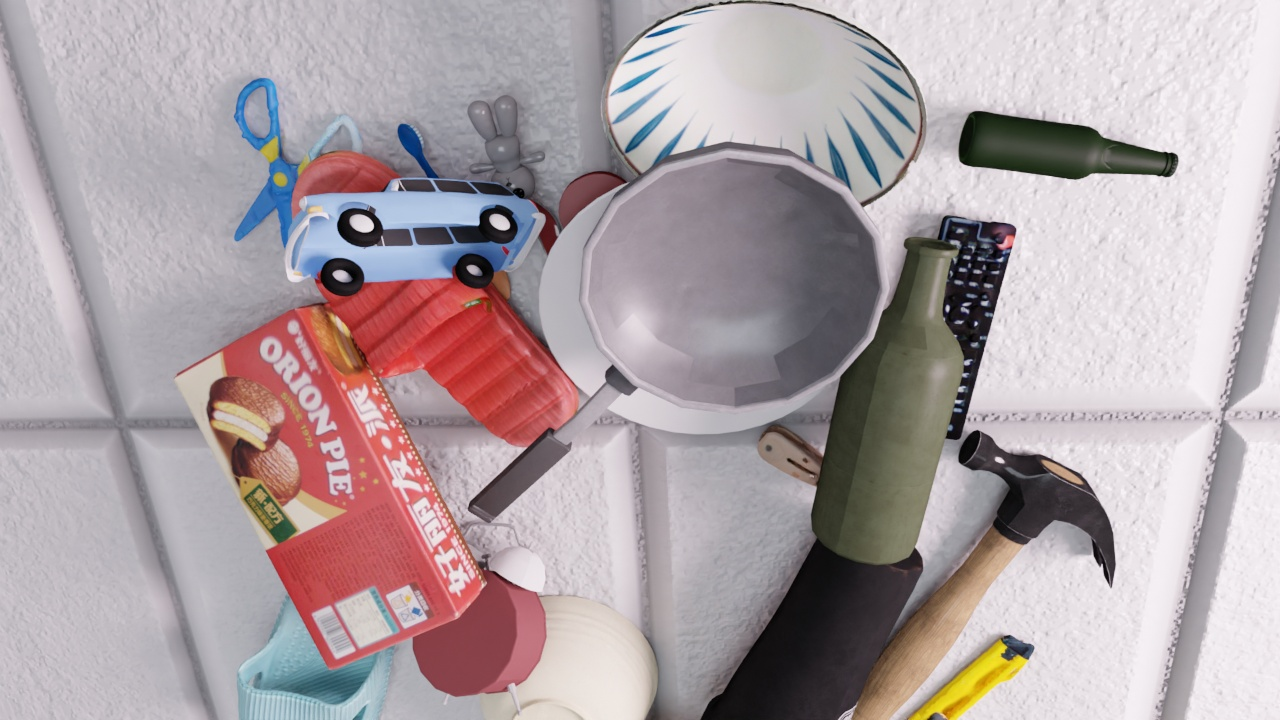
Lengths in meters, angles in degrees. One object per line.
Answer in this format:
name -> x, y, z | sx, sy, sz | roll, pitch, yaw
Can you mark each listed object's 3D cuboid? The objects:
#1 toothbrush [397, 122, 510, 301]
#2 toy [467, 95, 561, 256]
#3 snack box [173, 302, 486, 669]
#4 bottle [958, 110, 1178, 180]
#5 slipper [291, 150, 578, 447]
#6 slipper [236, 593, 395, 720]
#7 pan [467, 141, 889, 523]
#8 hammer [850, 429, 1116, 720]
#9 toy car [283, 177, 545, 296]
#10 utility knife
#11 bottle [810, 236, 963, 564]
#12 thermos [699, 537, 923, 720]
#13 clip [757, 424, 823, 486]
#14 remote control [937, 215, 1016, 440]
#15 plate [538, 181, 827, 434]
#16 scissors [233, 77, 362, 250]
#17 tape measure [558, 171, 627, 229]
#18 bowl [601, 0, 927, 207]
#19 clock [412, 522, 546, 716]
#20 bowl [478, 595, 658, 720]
toothbrush -> -0.122, -0.097, 0.612 | 0.022, 0.017, 0.135 | -21, 113, 18
toy -> -0.082, -0.114, 0.591 | 0.049, 0.030, 0.112 | -9, 122, 5
snack box -> -0.216, 0.087, 0.647 | 0.113, 0.060, 0.236 | -26, 94, 15
bottle -> 0.256, -0.125, 0.548 | 0.123, 0.033, 0.033 | 8, 114, 2
slipper -> -0.143, -0.025, 0.614 | 0.104, 0.059, 0.249 | -31, 110, 27
slipper -> -0.261, 0.251, 0.748 | 0.116, 0.069, 0.277 | 21, 113, -6
pan -> -0.004, 0.003, 0.590 | 0.178, 0.041, 0.358 | 36, 121, -20
hammer -> 0.228, 0.202, 0.692 | 0.132, 0.040, 0.306 | 26, 114, -2
toy car -> -0.133, -0.076, 0.540 | 0.056, 0.153, 0.054 | -52, 56, 44
utility knife -> 0.233, 0.295, 0.742 | 0.030, 0.019, 0.218 | 37, 115, 0
bottle -> 0.161, 0.026, 0.582 | 0.071, 0.071, 0.207 | 8, 112, 3
thermos -> 0.127, 0.222, 0.679 | 0.106, 0.105, 0.219 | 21, 109, -3
clip -> 0.113, 0.068, 0.655 | 0.061, 0.049, 0.026 | 43, 119, 31
remote control -> 0.205, -0.020, 0.606 | 0.047, 0.022, 0.150 | 9, 112, 3
plate -> 0.038, -0.033, 0.603 | 0.208, 0.015, 0.209 | 3, 129, 4
scissors -> -0.230, -0.121, 0.616 | 0.110, 0.018, 0.131 | 7, 114, 6
tape measure -> -0.023, -0.099, 0.598 | 0.059, 0.019, 0.051 | -25, 106, 8
bowl -> 0.071, -0.155, 0.518 | 0.177, 0.070, 0.177 | 9, 154, 4
clock -> -0.119, 0.192, 0.691 | 0.096, 0.048, 0.137 | -2, 73, 24
bowl -> -0.063, 0.271, 0.730 | 0.151, 0.075, 0.151 | 2, 114, 5
